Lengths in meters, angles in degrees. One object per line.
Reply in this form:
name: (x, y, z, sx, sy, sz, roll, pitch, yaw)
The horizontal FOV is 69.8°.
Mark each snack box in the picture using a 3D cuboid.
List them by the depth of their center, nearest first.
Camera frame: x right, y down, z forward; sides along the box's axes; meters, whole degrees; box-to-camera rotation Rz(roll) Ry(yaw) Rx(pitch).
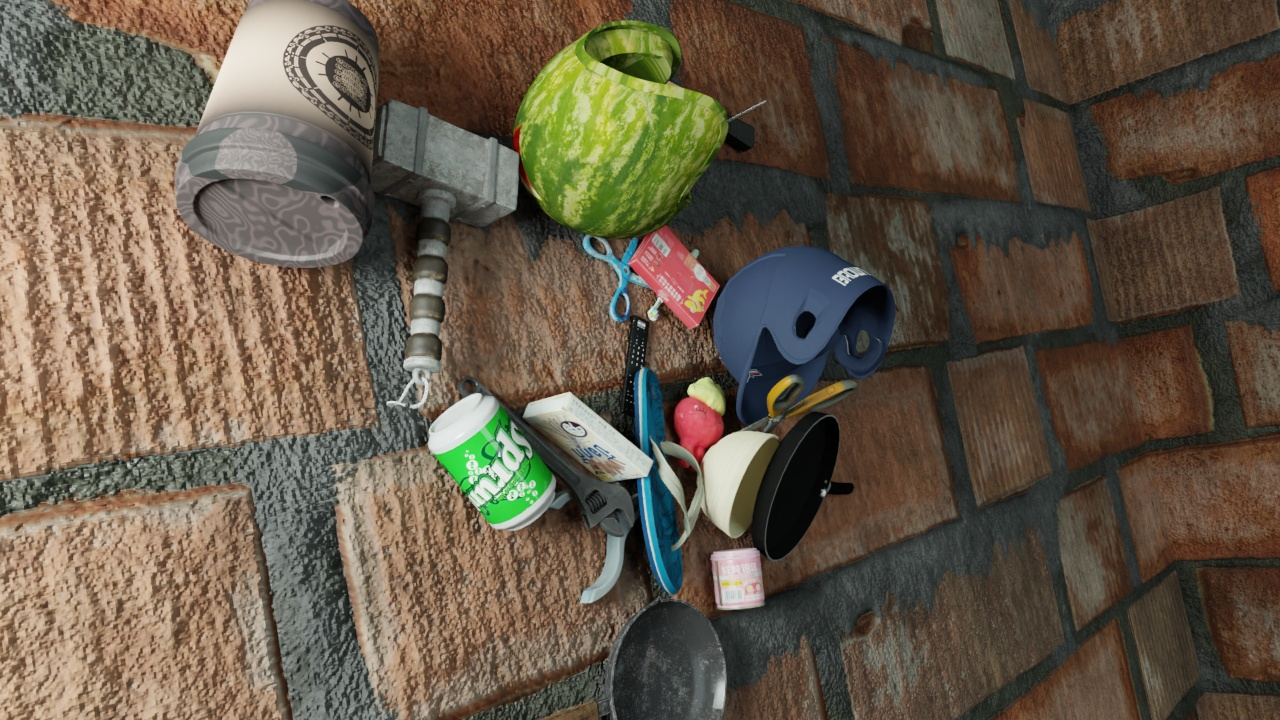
snack box: (-0.062, 0.095, 1.102, 0.150, 0.082, 0.026, 42, 53, -29)
snack box: (0.049, -0.120, 1.290, 0.133, 0.021, 0.089, 46, 51, -20)

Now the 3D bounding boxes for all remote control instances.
remote control: (-0.007, 0.007, 1.231, 0.030, 0.009, 0.139, 24, 63, -38)

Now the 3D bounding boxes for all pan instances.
pan: (-0.026, 0.402, 1.088, 0.356, 0.040, 0.207, -1, 80, -44)
pan: (0.256, 0.188, 1.379, 0.355, 0.034, 0.225, 14, 97, -60)

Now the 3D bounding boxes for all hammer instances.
hammer: (-0.227, -0.105, 0.996, 0.176, 0.080, 0.325, 15, 69, -41)
hammer: (0.058, -0.398, 1.386, 0.327, 0.039, 0.131, 18, 66, -41)

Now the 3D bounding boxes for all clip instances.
clip: (-0.057, 0.219, 1.113, 0.164, 0.032, 0.165, 29, 61, -36)

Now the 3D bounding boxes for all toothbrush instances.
toothbrush: (0.103, -0.335, 1.309, 0.010, 0.182, 0.010, -9, 82, -51)
toothbrush: (0.049, -0.112, 1.314, 0.154, 0.015, 0.022, -56, 143, -37)

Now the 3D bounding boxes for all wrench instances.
wrench: (-0.107, 0.113, 1.073, 0.273, 0.018, 0.072, 44, 50, -16)

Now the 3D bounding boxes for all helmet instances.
helmet: (-0.034, -0.265, 1.120, 0.242, 0.248, 0.213, -6, 49, -24)
helmet: (0.207, -0.033, 1.316, 0.232, 0.223, 0.272, 10, 103, -54)

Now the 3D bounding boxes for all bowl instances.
bowl: (0.125, 0.159, 1.257, 0.150, 0.075, 0.151, -43, 146, -40)

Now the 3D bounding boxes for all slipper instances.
slipper: (0.037, 0.149, 1.175, 0.118, 0.060, 0.294, 24, 58, -66)

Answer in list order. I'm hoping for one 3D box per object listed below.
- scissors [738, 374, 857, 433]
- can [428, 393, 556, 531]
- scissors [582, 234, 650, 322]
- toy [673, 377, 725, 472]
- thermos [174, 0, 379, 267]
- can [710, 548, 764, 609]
scissors: (0.205, 0.066, 1.282, 0.230, 0.225, 0.016, 72, -7, -67)
can: (-0.160, 0.111, 0.998, 0.140, 0.088, 0.087, 56, 48, -18)
scissors: (-0.029, -0.115, 1.243, 0.134, 0.011, 0.139, 25, 63, -40)
toy: (0.081, 0.089, 1.270, 0.091, 0.045, 0.135, 36, 64, -38)
thermos: (-0.330, -0.226, 0.874, 0.172, 0.173, 0.225, 23, 58, -39)
can: (0.132, 0.296, 1.250, 0.067, 0.067, 0.076, 4, 77, -44)
